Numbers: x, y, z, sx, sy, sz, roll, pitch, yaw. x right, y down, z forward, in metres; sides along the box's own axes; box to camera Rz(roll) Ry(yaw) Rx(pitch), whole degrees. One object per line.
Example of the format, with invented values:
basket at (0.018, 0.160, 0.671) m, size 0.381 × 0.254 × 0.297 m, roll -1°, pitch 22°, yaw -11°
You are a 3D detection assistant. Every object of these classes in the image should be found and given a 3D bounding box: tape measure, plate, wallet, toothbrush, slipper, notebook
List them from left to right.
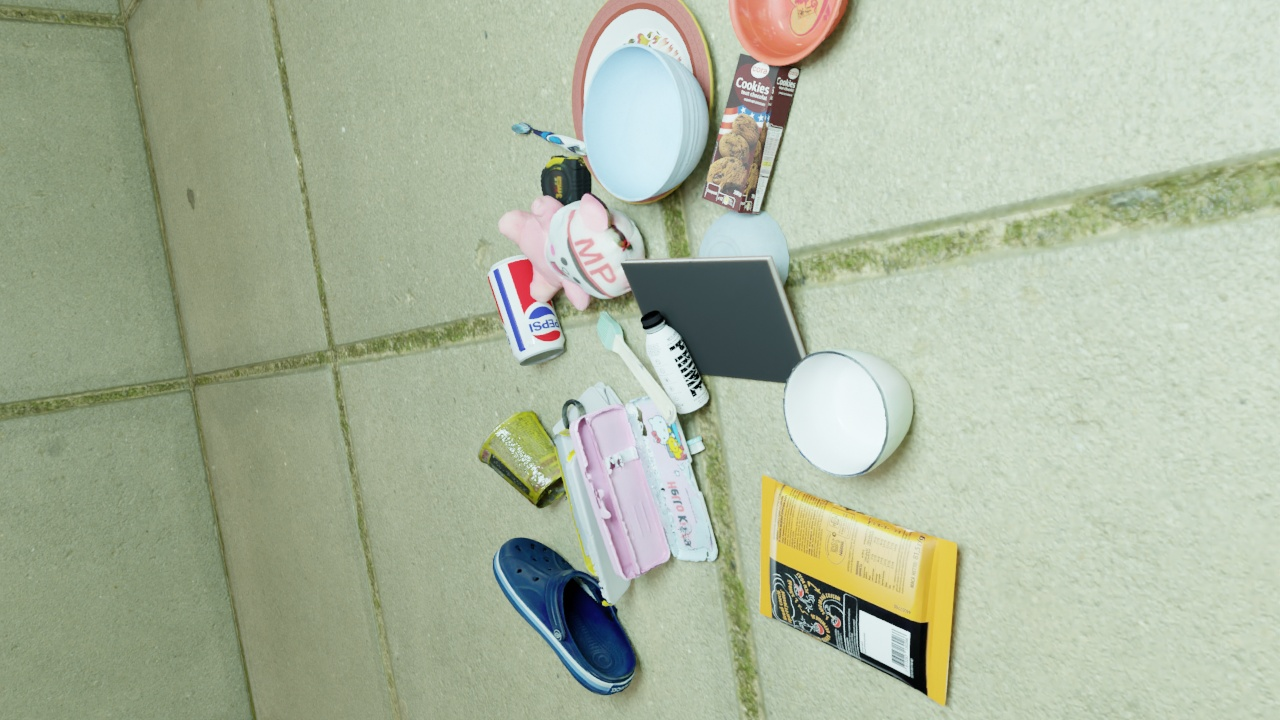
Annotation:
toothbrush at (-0.113, -0.273, 1.126) m, size 0.189 × 0.017 × 0.016 m, roll 33°, pitch 129°, yaw 50°
tape measure at (-0.090, -0.216, 1.120) m, size 0.063 × 0.038 × 0.067 m, roll 14°, pitch 112°, yaw 38°
slipper at (-0.089, 0.315, 1.196) m, size 0.253 × 0.104 × 0.095 m, roll 45°, pitch 128°, yaw 28°
wallet at (-0.055, 0.086, 1.159) m, size 0.086 × 0.032 × 0.116 m, roll 56°, pitch 133°, yaw 9°
plate at (0.002, -0.288, 1.007) m, size 0.230 × 0.021 × 0.230 m, roll 14°, pitch 110°, yaw 47°
toothbrush at (0.014, 0.118, 1.094) m, size 0.181 × 0.016 × 0.016 m, roll -26°, pitch 88°, yaw 48°
notebook at (0.075, -0.042, 0.950) m, size 0.209 × 0.008 × 0.141 m, roll 6°, pitch 126°, yaw 48°

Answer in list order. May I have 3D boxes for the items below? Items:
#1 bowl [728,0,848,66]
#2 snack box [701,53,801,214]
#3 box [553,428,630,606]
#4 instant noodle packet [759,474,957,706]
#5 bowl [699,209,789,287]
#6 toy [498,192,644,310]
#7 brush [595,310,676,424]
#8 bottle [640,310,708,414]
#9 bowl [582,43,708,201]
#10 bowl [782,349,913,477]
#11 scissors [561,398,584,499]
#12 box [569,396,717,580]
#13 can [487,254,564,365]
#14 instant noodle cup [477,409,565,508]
bowl at (0.141, -0.330, 0.818) m, size 0.131 × 0.045 × 0.130 m, roll 15°, pitch 110°, yaw 47°
snack box at (0.105, -0.217, 0.885) m, size 0.051 × 0.031 × 0.141 m, roll 32°, pitch 116°, yaw 41°
box at (-0.070, 0.194, 1.129) m, size 0.084 × 0.079 × 0.210 m, roll 1°, pitch 112°, yaw 36°
instant noodle packet at (0.200, 0.215, 0.888) m, size 0.221 × 0.032 × 0.160 m, roll 15°, pitch 112°, yaw 46°
bowl at (0.097, -0.101, 0.928) m, size 0.106 × 0.039 × 0.106 m, roll 14°, pitch 110°, yaw 47°
toy at (-0.074, -0.132, 1.080) m, size 0.214 × 0.084 × 0.142 m, roll 3°, pitch 123°, yaw 53°
brush at (-0.006, 0.006, 1.051) m, size 0.217 × 0.012 × 0.033 m, roll 52°, pitch 135°, yaw 49°
bottle at (0.034, 0.000, 0.994) m, size 0.041 × 0.041 × 0.116 m, roll -4°, pitch 118°, yaw 49°
bowl at (0.016, -0.238, 0.926) m, size 0.151 × 0.074 × 0.151 m, roll 14°, pitch 108°, yaw 47°
bowl at (0.194, 0.043, 0.830) m, size 0.116 × 0.065 × 0.116 m, roll 15°, pitch 110°, yaw 47°
scissors at (-0.062, 0.122, 1.148) m, size 0.170 × 0.012 × 0.157 m, roll -20°, pitch 93°, yaw 43°
box at (0.005, 0.146, 1.044) m, size 0.103 × 0.100 × 0.201 m, roll -9°, pitch 99°, yaw 57°
can at (-0.148, -0.065, 1.196) m, size 0.070 × 0.070 × 0.132 m, roll -30°, pitch 76°, yaw 48°
instant noodle cup at (-0.147, 0.136, 1.233) m, size 0.108 × 0.102 × 0.102 m, roll 45°, pitch 130°, yaw 21°
